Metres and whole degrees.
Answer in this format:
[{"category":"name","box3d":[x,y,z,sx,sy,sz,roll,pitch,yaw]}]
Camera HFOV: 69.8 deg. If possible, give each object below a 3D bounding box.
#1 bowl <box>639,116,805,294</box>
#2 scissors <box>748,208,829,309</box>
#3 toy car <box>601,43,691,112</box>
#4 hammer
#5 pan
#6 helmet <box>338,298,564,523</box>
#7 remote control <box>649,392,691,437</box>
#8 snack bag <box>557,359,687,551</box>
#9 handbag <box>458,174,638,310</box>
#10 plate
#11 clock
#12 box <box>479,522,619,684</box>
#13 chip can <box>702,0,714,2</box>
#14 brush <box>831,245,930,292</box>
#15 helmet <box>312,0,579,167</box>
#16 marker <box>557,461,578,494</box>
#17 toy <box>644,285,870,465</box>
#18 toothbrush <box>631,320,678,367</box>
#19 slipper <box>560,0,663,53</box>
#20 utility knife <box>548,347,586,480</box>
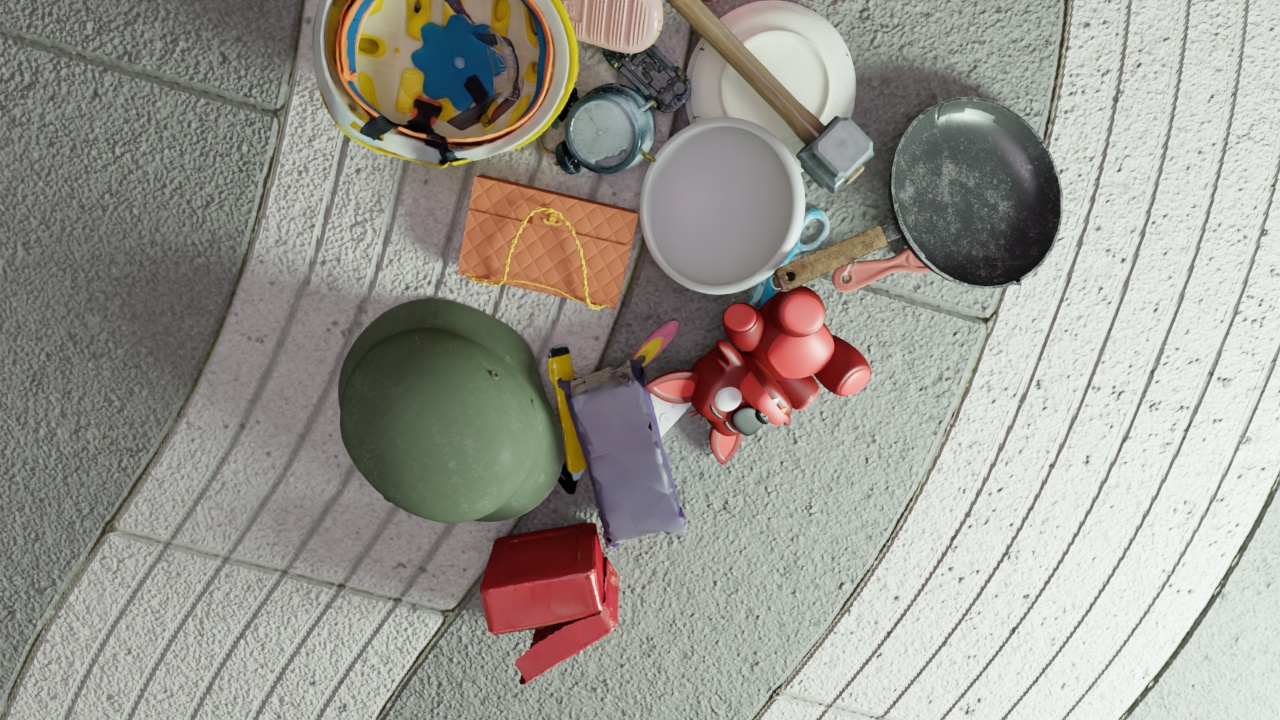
[{"category":"bowl","box3d":[0.090,-0.157,0.947,0.177,0.066,0.176,3,97,27]},{"category":"scissors","box3d":[0.144,-0.114,1.003,0.083,0.015,0.140,28,101,-9]},{"category":"toy car","box3d":[0.006,-0.301,0.947,0.105,0.032,0.048,42,96,-8]},{"category":"hammer","box3d":[0.097,-0.294,0.891,0.051,0.117,0.323,-44,91,6]},{"category":"pan","box3d":[0.278,-0.142,0.939,0.356,0.040,0.207,-23,91,-15]},{"category":"helmet","box3d":[-0.203,0.072,0.949,0.268,0.153,0.227,40,98,-9]},{"category":"remote control","box3d":[0.010,0.069,1.031,0.043,0.013,0.136,41,97,-9]},{"category":"snack bag","box3d":[-0.018,0.107,1.000,0.096,0.058,0.205,-16,103,0]},{"category":"handbag","box3d":[-0.098,-0.122,0.968,0.172,0.060,0.109,12,104,-5]},{"category":"plate","box3d":[0.138,-0.282,0.956,0.182,0.034,0.182,0,101,-2]},{"category":"clock","box3d":[-0.046,-0.236,0.942,0.129,0.052,0.090,4,115,17]},{"category":"box","box3d":[-0.096,0.242,0.992,0.136,0.157,0.122,-28,97,1]},{"category":"chip can","box3d":[0.116,-0.471,0.899,0.073,0.073,0.233,37,97,-9]},{"category":"brush","box3d":[0.288,-0.110,0.998,0.172,0.030,0.041,-16,102,0]},{"category":"helmet","box3d":[-0.186,-0.295,0.890,0.240,0.139,0.209,6,103,-12]},{"category":"marker","box3d":[-0.107,0.091,1.032,0.022,0.016,0.138,-33,101,-24]},{"category":"toy","box3d":[0.127,0.016,0.976,0.197,0.120,0.158,-38,126,9]},{"category":"toothbrush","box3d":[-0.006,0.006,1.019,0.021,0.016,0.135,43,94,-8]},{"category":"slipper","box3d":[-0.057,-0.370,0.908,0.197,0.081,0.093,29,136,12]},{"category":"utility knife","box3d":[-0.081,0.060,1.022,0.030,0.017,0.155,-16,102,-30]}]
